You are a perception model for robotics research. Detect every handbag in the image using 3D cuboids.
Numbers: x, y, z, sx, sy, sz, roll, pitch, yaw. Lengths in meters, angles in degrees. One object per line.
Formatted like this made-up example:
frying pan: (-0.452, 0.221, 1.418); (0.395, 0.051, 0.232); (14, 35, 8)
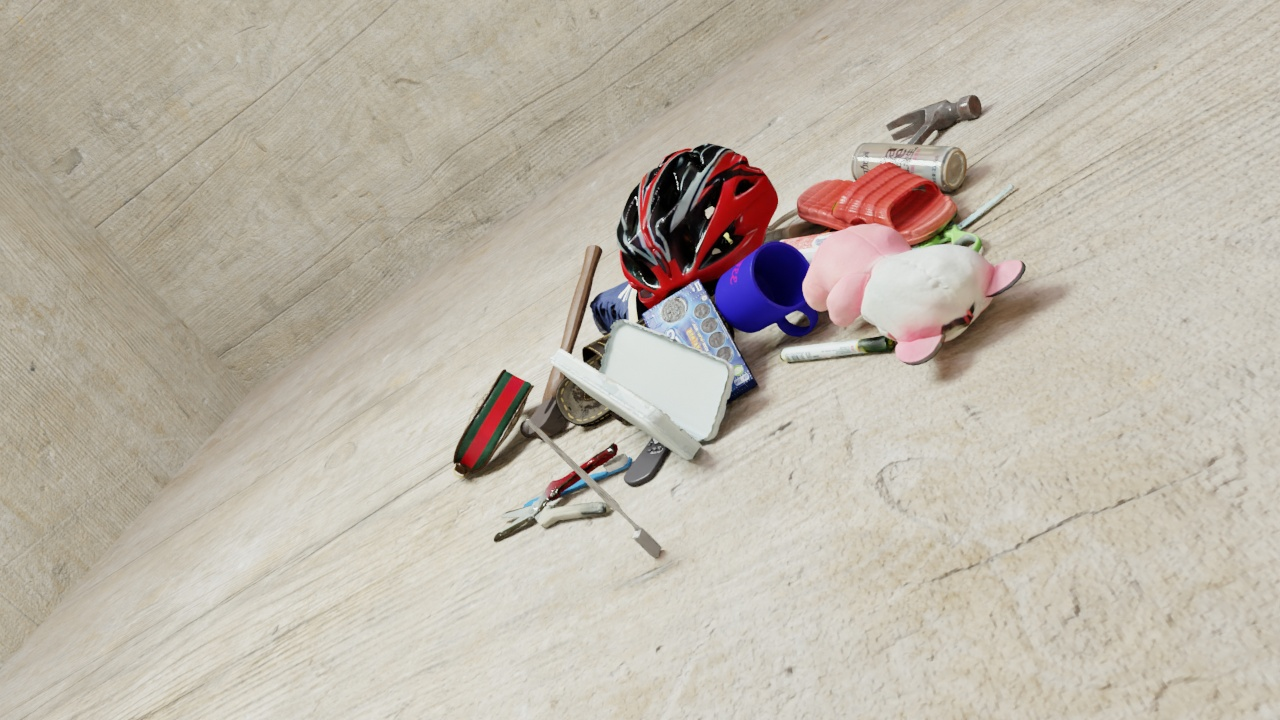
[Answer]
handbag: (0.203, -0.179, 1.288); (0.176, 0.062, 0.197); (-11, 24, 50)
handbag: (-0.217, 0.097, 1.326); (0.166, 0.063, 0.139); (-63, 3, -32)

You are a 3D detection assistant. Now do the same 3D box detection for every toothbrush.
toothbrush: (-0.042, 0.117, 0.825); (0.010, 0.181, 0.010); (-27, 24, 38)
toothbrush: (-0.078, 0.143, 1.072); (0.167, 0.014, 0.016); (-26, 23, 29)

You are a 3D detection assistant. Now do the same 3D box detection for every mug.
mug: (0.149, -0.070, 1.028); (0.079, 0.111, 0.084); (-50, 7, -27)

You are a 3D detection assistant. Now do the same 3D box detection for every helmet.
helmet: (0.068, -0.185, 1.210); (0.218, 0.167, 0.271); (-26, 27, 34)

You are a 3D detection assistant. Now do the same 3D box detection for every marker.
marker: (0.200, -0.012, 0.951); (0.147, 0.017, 0.017); (-8, 35, 53)

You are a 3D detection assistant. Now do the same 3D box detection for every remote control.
remote control: (0.021, 0.094, 1.025); (0.047, 0.009, 0.124); (-15, 29, 45)

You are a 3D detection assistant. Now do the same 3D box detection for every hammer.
hammer: (0.328, -0.252, 1.247); (0.313, 0.035, 0.138); (-47, 24, -24)
hammer: (-0.100, -0.035, 1.319); (0.116, 0.033, 0.322); (-30, 39, 48)

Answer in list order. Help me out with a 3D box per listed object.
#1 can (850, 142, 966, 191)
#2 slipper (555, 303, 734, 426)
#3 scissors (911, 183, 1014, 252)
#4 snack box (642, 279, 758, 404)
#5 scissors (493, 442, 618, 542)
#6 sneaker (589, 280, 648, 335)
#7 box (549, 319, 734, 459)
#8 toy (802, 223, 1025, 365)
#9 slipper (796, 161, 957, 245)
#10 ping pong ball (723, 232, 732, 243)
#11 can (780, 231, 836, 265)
can: (0.332, -0.241, 1.140); (0.136, 0.054, 0.054); (18, 56, 46)
slipper: (-0.007, 0.007, 1.130); (0.269, 0.113, 0.075); (-29, -10, 27)
scissors: (0.337, -0.141, 1.013); (0.168, 0.023, 0.171); (-33, 15, 27)
snack box: (0.065, -0.013, 1.042); (0.082, 0.027, 0.150); (-32, 58, 11)
scissors: (-0.091, 0.158, 1.044); (0.187, 0.015, 0.179); (-53, 30, -6)
sneaker: (-0.026, -0.060, 1.322); (0.119, 0.091, 0.232); (-24, 23, 21)
box: (0.011, 0.010, 1.015); (0.124, 0.106, 0.215); (-50, 44, -9)
toy: (0.252, -0.074, 0.883); (0.142, 0.084, 0.213); (-30, 30, -7)
slipper: (0.275, -0.197, 1.104); (0.103, 0.059, 0.249); (-36, 30, -14)
ping pong ball: (0.129, -0.184, 1.416); (0.040, 0.040, 0.040); (-32, 20, 13)
can: (0.208, -0.106, 1.057); (0.078, 0.078, 0.136); (-45, 22, -22)
